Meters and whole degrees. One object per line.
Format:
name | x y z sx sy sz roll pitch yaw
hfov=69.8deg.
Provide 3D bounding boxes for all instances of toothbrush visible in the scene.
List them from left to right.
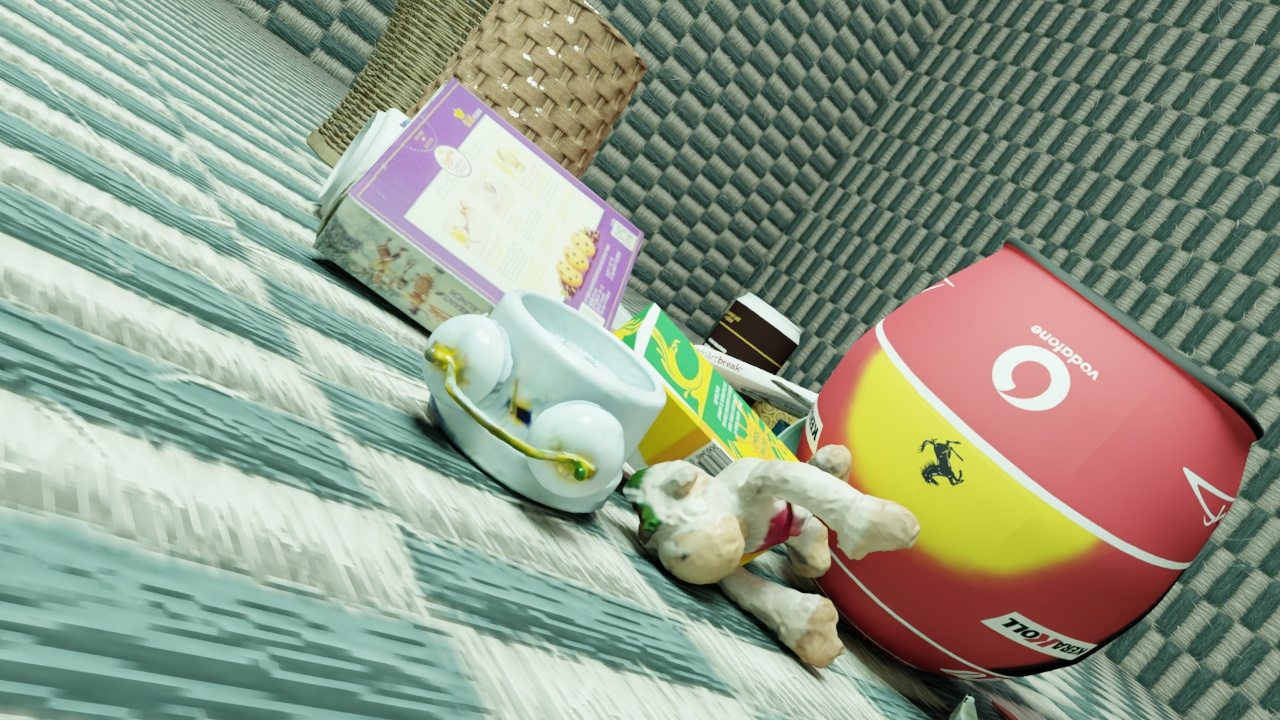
toothbrush | 0.268 0.252 0.510 0.015 0.016 0.184 25 10 -38

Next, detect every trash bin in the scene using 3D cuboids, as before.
trash bin | -0.105 -0.169 0.699 0.151 0.210 0.151 37 5 -4

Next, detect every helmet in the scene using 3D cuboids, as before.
helmet | 0.199 0.065 0.514 0.197 0.225 0.270 47 21 28

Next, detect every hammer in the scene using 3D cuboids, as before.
hammer | 0.233 0.232 0.368 0.330 0.033 0.132 36 4 -23

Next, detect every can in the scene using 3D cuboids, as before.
can | -0.123 -0.087 0.573 0.136 0.078 0.078 34 6 -25
can | 0.085 0.007 0.848 0.072 0.128 0.072 36 5 -4

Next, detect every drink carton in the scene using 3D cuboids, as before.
drink carton | 0.027 0.038 0.440 0.122 0.041 0.058 46 26 -14

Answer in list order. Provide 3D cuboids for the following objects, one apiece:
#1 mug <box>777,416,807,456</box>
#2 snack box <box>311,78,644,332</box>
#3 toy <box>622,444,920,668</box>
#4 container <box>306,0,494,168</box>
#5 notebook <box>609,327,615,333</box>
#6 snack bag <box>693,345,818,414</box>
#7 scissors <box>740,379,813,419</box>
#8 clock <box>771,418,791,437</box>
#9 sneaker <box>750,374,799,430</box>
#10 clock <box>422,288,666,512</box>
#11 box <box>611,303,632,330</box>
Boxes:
mug | 0.149 0.112 0.683 0.104 0.084 0.111 40 31 -20
snack box | -0.076 -0.066 0.494 0.148 0.041 0.143 38 37 -16
toy | 0.045 0.065 0.370 0.106 0.085 0.074 16 40 -8
container | -0.170 -0.227 0.851 0.227 0.196 0.226 36 5 -4
notebook | -0.004 0.004 0.709 0.210 0.022 0.169 33 6 -6
snack bag | 0.120 0.028 0.777 0.196 0.016 0.070 23 -12 2
scissors | 0.187 0.072 0.749 0.225 0.016 0.226 23 -10 26
clock | 0.167 0.118 0.806 0.161 0.060 0.116 41 5 25
sneaker | 0.151 0.070 0.955 0.238 0.086 0.122 40 11 -4
clock | -0.037 0.016 0.342 0.083 0.057 0.117 37 12 6
box | -0.018 -0.025 0.894 0.085 0.070 0.199 17 6 -6
